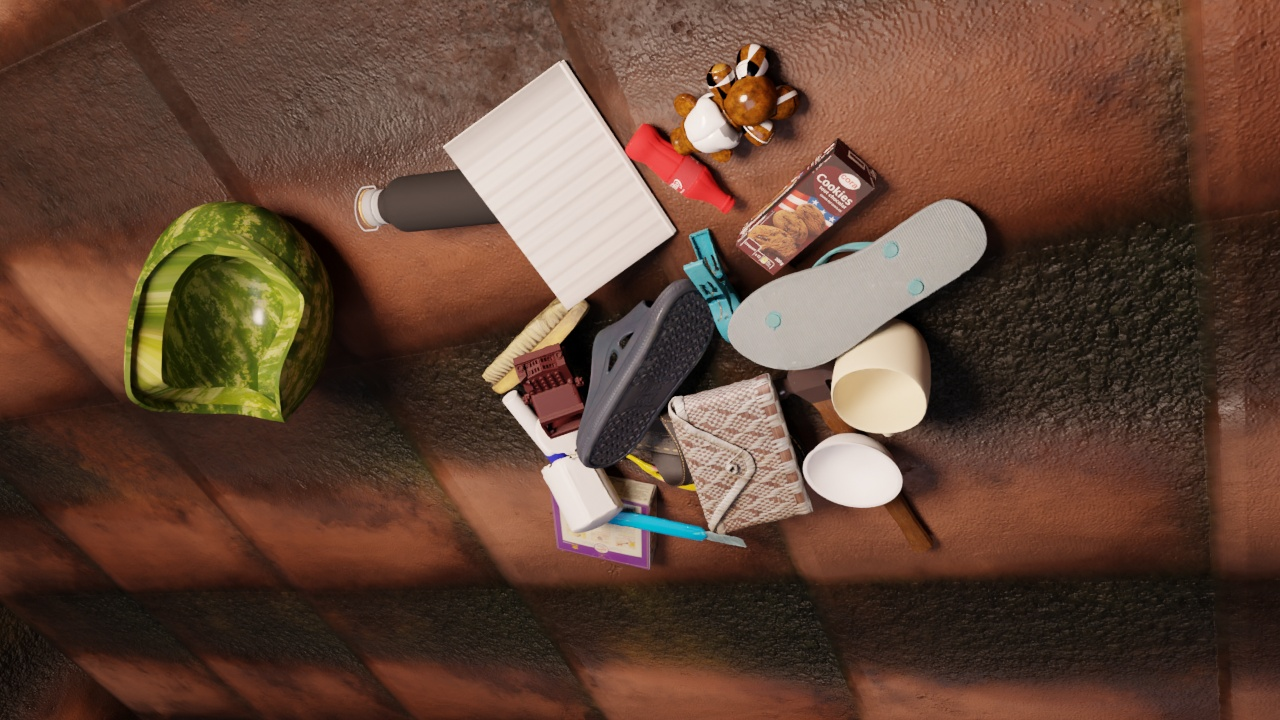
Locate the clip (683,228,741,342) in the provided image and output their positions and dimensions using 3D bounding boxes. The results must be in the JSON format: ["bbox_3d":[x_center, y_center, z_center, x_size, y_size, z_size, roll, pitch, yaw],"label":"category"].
[{"bbox_3d":[0.080,-0.063,0.960,0.028,0.113,0.127,-13,138,24],"label":"clip"}]

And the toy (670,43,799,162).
[{"bbox_3d":[0.079,-0.226,0.840,0.113,0.067,0.087,-20,121,44],"label":"toy"}]

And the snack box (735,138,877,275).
[{"bbox_3d":[0.159,-0.147,0.895,0.051,0.031,0.141,37,132,-13],"label":"snack box"}]

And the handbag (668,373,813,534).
[{"bbox_3d":[0.116,0.114,1.061,0.124,0.047,0.186,-16,110,10],"label":"handbag"}]

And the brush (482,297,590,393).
[{"bbox_3d":[-0.127,-0.020,1.099,0.043,0.059,0.196,44,129,-8],"label":"brush"}]

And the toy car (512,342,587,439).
[{"bbox_3d":[-0.099,0.045,1.093,0.070,0.061,0.170,-19,153,0],"label":"toy car"}]

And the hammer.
[{"bbox_3d":[0.271,0.119,1.093,0.116,0.033,0.323,-18,123,34],"label":"hammer"}]

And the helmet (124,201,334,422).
[{"bbox_3d":[-0.470,-0.056,1.073,0.213,0.247,0.243,6,175,-7],"label":"helmet"}]

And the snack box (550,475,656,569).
[{"bbox_3d":[-0.050,0.224,1.299,0.143,0.040,0.148,10,133,12],"label":"snack box"}]

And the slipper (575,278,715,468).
[{"bbox_3d":[-0.006,0.006,1.050,0.083,0.110,0.269,49,123,32],"label":"slipper"}]

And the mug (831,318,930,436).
[{"bbox_3d":[0.255,0.017,0.959,0.096,0.099,0.120,-3,131,24],"label":"mug"}]

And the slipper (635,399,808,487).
[{"bbox_3d":[0.072,0.105,1.123,0.268,0.075,0.113,10,133,12],"label":"slipper"}]

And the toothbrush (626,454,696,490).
[{"bbox_3d":[0.020,0.147,1.221,0.135,0.016,0.021,23,130,0],"label":"toothbrush"}]

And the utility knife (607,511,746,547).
[{"bbox_3d":[0.041,0.225,1.229,0.205,0.015,0.031,11,133,11],"label":"utility knife"}]

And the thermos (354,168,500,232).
[{"bbox_3d":[-0.215,-0.173,0.993,0.232,0.061,0.061,-2,129,22],"label":"thermos"}]

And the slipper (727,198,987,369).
[{"bbox_3d":[0.216,-0.068,0.920,0.269,0.054,0.098,-27,94,23],"label":"slipper"}]

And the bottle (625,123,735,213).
[{"bbox_3d":[0.042,-0.185,0.903,0.119,0.036,0.036,34,133,-11],"label":"bottle"}]

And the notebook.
[{"bbox_3d":[-0.076,-0.171,0.926,0.142,0.009,0.210,-35,116,2],"label":"notebook"}]

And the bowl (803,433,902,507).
[{"bbox_3d":[0.245,0.117,1.050,0.110,0.040,0.110,13,136,12],"label":"bowl"}]

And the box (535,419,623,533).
[{"bbox_3d":[-0.086,0.141,1.200,0.166,0.083,0.092,60,162,7],"label":"box"}]

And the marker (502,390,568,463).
[{"bbox_3d":[-0.139,0.095,1.231,0.027,0.023,0.133,1,134,48],"label":"marker"}]
